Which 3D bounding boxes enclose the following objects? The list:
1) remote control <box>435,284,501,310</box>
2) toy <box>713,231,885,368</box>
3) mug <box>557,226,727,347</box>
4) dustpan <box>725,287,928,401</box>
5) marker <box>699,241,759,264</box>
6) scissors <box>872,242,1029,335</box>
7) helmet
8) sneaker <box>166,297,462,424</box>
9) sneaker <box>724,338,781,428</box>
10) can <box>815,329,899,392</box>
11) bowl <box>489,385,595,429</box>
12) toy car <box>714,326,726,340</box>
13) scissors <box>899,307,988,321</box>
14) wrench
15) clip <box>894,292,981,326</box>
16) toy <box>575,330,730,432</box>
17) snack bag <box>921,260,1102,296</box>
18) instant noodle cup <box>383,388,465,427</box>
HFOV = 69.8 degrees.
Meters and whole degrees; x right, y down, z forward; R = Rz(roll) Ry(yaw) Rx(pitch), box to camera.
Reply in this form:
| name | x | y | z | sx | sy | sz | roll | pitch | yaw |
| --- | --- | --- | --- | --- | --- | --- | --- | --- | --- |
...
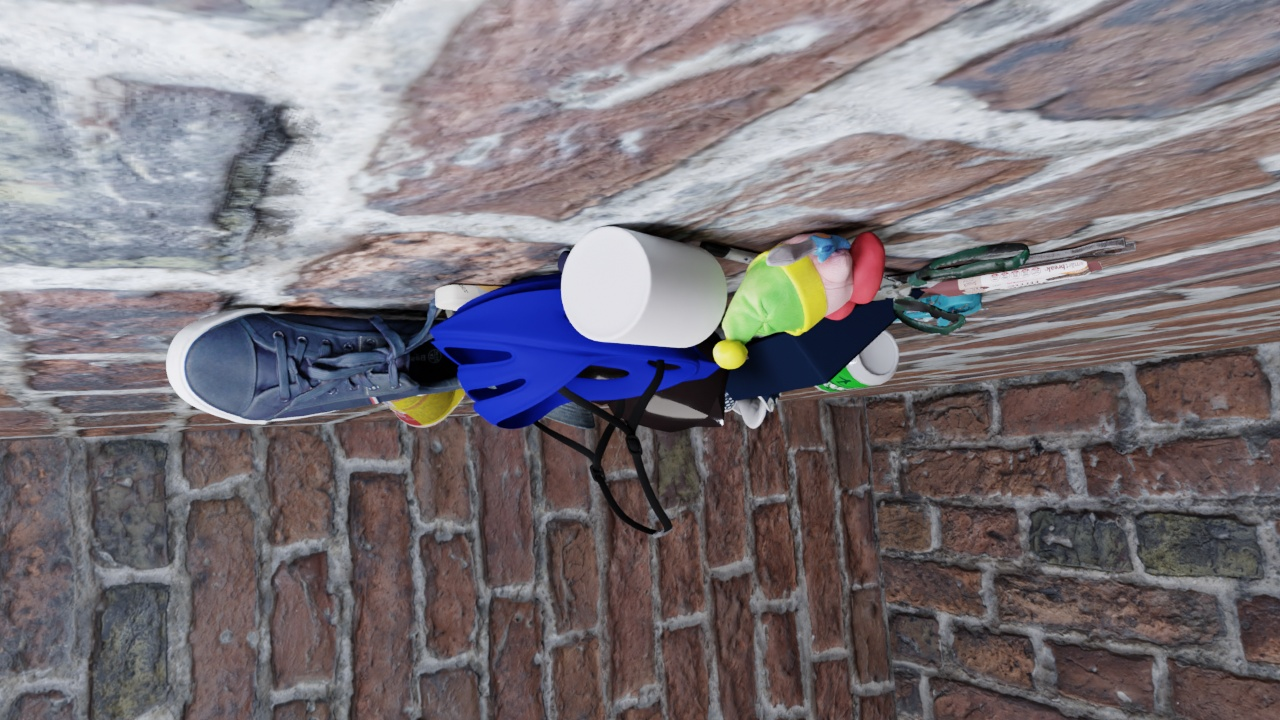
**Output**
| name | x | y | z | sx | sy | sz | roll | pitch | yaw |
| --- | --- | --- | --- | --- | --- | --- | --- | --- | --- |
| remote control | -0.121 | -0.055 | 0.821 | 0.125 | 0.018 | 0.038 | -2 | 174 | -32 |
| toy | 0.115 | -0.048 | 0.682 | 0.131 | 0.096 | 0.124 | -5 | 172 | -20 |
| mug | -0.008 | -0.056 | 0.669 | 0.112 | 0.079 | 0.096 | 26 | -166 | 35 |
| dustpan | 0.156 | -0.013 | 1.064 | 0.272 | 0.080 | 0.237 | -40 | -174 | -18 |
| marker | 0.094 | -0.083 | 0.751 | 0.011 | 0.011 | 0.152 | -9 | 173 | 38 |
| scissors | 0.289 | -0.068 | 0.873 | 0.201 | 0.015 | 0.206 | 16 | 158 | -36 |
| helmet | -0.048 | 0.038 | 0.765 | 0.241 | 0.227 | 0.148 | -3 | 165 | -17 |
| sneaker | -0.258 | -0.002 | 0.827 | 0.293 | 0.121 | 0.127 | -3 | -172 | -42 |
| sneaker | 0.171 | 0.034 | 1.367 | 0.103 | 0.132 | 0.268 | -12 | 172 | 42 |
| can | 0.303 | -0.002 | 1.329 | 0.087 | 0.087 | 0.140 | -2 | 174 | -21 |
| bowl | -0.108 | 0.030 | 1.105 | 0.137 | 0.057 | 0.137 | 23 | -177 | -2 |
| toy car | 0.084 | -0.031 | 1.170 | 0.089 | 0.027 | 0.039 | -3 | 176 | -13 |
| scissors | 0.363 | -0.062 | 1.168 | 0.177 | 0.013 | 0.170 | -7 | 176 | 6 |
| wrench | 0.323 | -0.088 | 0.883 | 0.274 | 0.010 | 0.070 | -8 | 174 | 27 |
| clip | 0.353 | -0.060 | 1.051 | 0.097 | 0.026 | 0.116 | 5 | 167 | -19 |
| toy | -0.005 | 0.006 | 0.925 | 0.183 | 0.140 | 0.159 | 14 | 122 | -39 |
| snack bag | 0.359 | -0.078 | 0.890 | 0.158 | 0.013 | 0.057 | -8 | 175 | 28 |
| instant noodle cup | -0.301 | 0.028 | 1.181 | 0.100 | 0.100 | 0.112 | -6 | 166 | 11 |
